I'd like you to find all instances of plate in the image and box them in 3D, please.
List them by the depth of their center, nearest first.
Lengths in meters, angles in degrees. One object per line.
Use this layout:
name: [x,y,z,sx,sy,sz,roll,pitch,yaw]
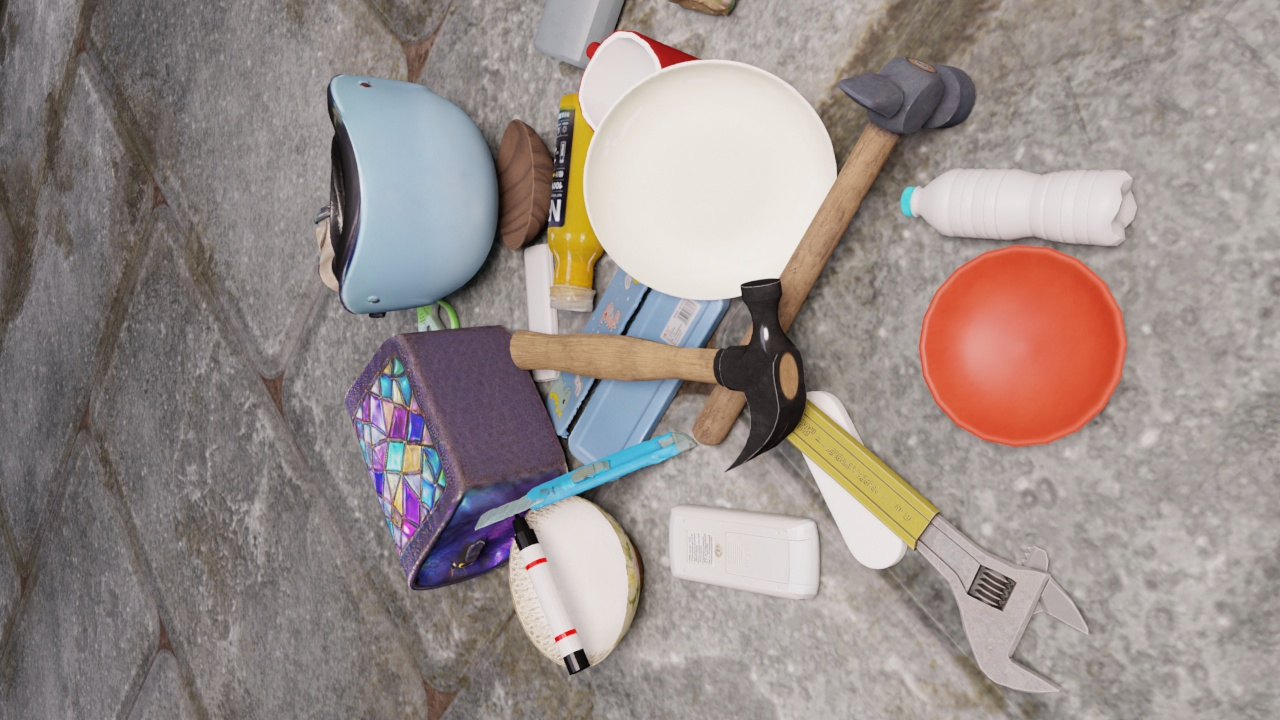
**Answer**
plate: [0.050,-0.132,0.675,0.183,0.182,0.034,-51,17,28]

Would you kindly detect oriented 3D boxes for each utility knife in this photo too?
utility knife: [-0.048,0.100,0.765,0.198,0.015,0.031,-24,33,3]

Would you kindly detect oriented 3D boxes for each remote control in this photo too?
remote control: [0.148,0.084,0.660,0.043,0.013,0.136,-38,66,34]
remote control: [0.077,0.147,0.714,0.139,0.025,0.060,-2,88,43]
remote control: [-0.095,-0.045,0.874,0.033,0.012,0.131,-8,84,41]

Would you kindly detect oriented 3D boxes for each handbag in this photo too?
handbag: [-0.187,0.092,0.875,0.223,0.125,0.204,-49,59,43]

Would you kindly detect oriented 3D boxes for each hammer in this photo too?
hammer: [0.111,-0.059,0.647,0.040,0.129,0.323,44,127,25]
hammer: [-0.004,0.004,0.718,0.306,0.040,0.132,5,110,47]

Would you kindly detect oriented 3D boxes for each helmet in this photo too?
helmet: [-0.225,-0.151,0.881,0.266,0.166,0.225,-160,71,-66]

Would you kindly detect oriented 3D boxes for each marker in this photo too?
marker: [-0.079,0.190,0.767,0.019,0.019,0.145,-41,65,33]

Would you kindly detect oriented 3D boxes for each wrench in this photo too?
wrench: [0.175,0.105,0.617,0.273,0.018,0.084,42,103,28]

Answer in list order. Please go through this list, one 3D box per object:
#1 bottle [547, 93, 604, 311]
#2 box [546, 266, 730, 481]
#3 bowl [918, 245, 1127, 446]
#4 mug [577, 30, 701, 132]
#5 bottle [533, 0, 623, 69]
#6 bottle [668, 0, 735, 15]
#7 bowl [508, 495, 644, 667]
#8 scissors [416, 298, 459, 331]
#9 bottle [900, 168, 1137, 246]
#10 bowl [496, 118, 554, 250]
bottle: [-0.054,-0.137,0.813,0.053,0.053,0.186,9,96,41]
box: [-0.015,-0.006,0.788,0.126,0.039,0.210,46,118,33]
bowl: [0.238,-0.009,0.569,0.122,0.035,0.122,-1,89,41]
mug: [0.007,-0.215,0.733,0.116,0.096,0.081,52,121,29]
bottle: [-0.041,-0.344,0.810,0.072,0.046,0.161,34,111,36]
bottle: [0.067,-0.357,0.708,0.059,0.059,0.167,28,107,38]
bowl: [-0.044,0.185,0.793,0.145,0.063,0.145,-1,89,40]
scissors: [-0.244,-0.076,1.007,0.174,0.033,0.065,52,125,25]
bottle: [0.230,-0.097,0.572,0.136,0.044,0.044,11,96,41]
bowl: [-0.104,-0.162,0.856,0.119,0.032,0.119,178,90,-66]
